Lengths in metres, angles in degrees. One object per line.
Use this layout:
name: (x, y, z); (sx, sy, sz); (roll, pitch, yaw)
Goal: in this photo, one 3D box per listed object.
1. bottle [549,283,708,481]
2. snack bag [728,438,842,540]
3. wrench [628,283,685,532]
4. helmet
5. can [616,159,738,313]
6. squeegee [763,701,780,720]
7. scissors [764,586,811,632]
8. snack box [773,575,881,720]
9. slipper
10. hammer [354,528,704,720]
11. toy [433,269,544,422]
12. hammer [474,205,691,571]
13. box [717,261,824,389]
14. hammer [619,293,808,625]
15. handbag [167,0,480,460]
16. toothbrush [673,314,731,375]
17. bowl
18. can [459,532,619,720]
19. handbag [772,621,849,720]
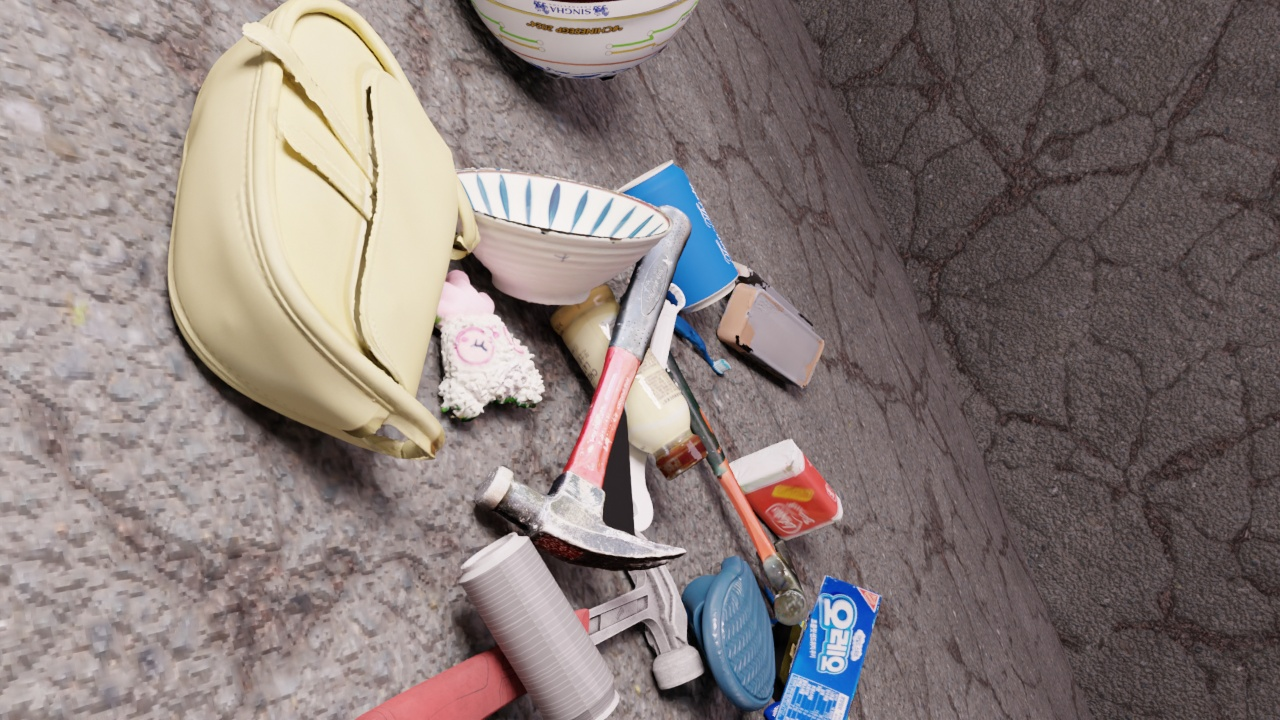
bottle: (-0.007, 0.018, 0.729); (0.162, 0.057, 0.056); (56, 24, 6)
snack bag: (0.151, 0.136, 0.951); (0.116, 0.077, 0.036); (48, 28, -33)
wrench: (0.008, 0.029, 0.786); (0.047, 0.009, 0.272); (32, 45, -20)
helmet: (-0.050, -0.372, 0.817); (0.313, 0.231, 0.236); (-87, 180, -55)
can: (0.038, -0.127, 0.958); (0.146, 0.079, 0.078); (60, 25, -12)
squeegee: (0.162, 0.379, 0.783); (0.184, 0.055, 0.248); (59, 25, 12)
scissors: (0.154, 0.279, 0.910); (0.131, 0.019, 0.104); (34, 38, -45)
snack box: (0.150, 0.282, 0.773); (0.225, 0.059, 0.060); (-52, 154, -51)
slipper: (0.072, 0.218, 0.743); (0.213, 0.059, 0.104); (3, 66, -79)
hammer: (-0.056, 0.174, 0.558); (0.315, 0.036, 0.126); (1, 65, -63)
toy: (-0.109, -0.015, 0.613); (0.109, 0.041, 0.095); (63, 25, 7)
hammer: (-0.004, 0.004, 0.674); (0.140, 0.037, 0.325); (33, 48, -17)
box: (0.148, -0.045, 1.154); (0.216, 0.096, 0.105); (29, 78, -54)
hammer: (0.066, 0.080, 0.860); (0.333, 0.033, 0.133); (62, 7, 2)
handbag: (-0.158, -0.076, 0.491); (0.191, 0.089, 0.232); (41, 34, -35)
toothbrush: (0.060, -0.020, 0.981); (0.132, 0.016, 0.021); (42, 31, -43)
bowl: (-0.068, -0.086, 0.680); (0.176, 0.177, 0.071); (-43, 147, -64)
can: (-0.055, 0.148, 0.498); (0.106, 0.044, 0.043); (59, 25, -3)
handbag: (0.173, 0.333, 0.869); (0.178, 0.028, 0.083); (58, 34, -18)
